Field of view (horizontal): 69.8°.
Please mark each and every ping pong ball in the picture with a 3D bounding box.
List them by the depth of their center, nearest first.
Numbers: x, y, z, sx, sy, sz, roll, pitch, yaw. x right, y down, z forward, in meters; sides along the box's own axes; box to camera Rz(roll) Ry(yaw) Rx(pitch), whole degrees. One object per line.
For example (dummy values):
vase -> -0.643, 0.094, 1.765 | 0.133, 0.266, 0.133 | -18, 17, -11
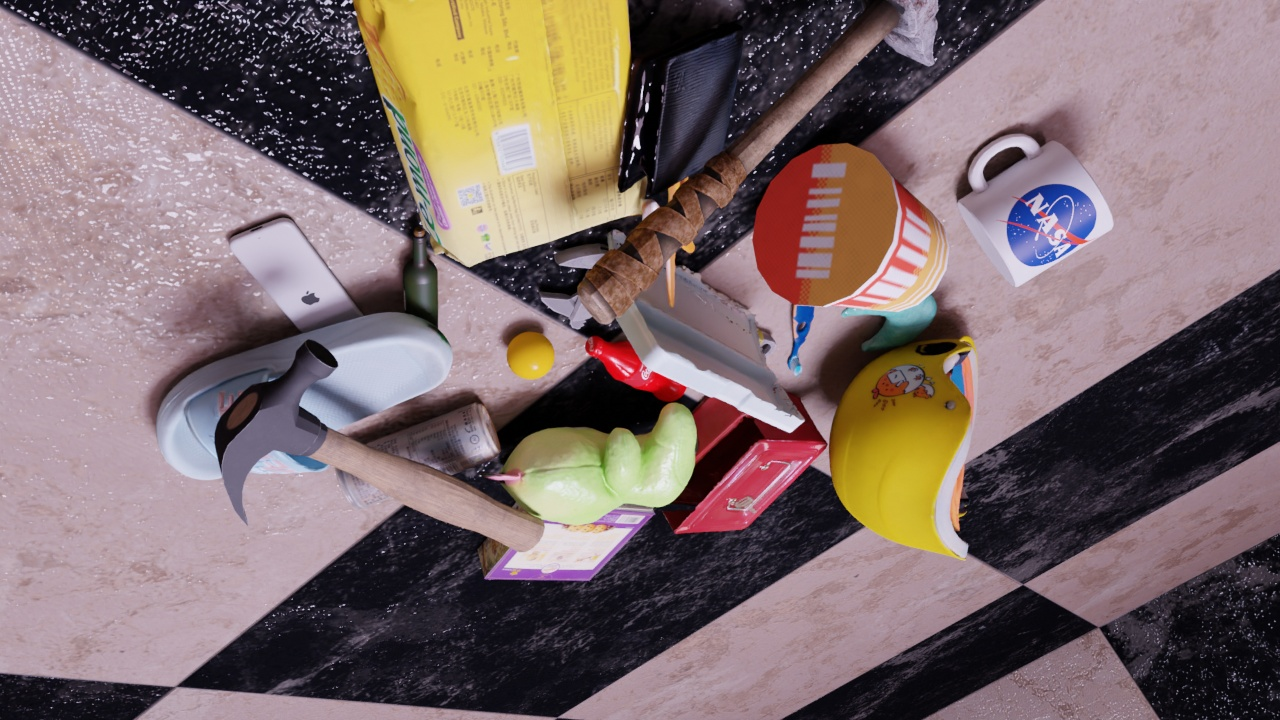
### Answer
ping pong ball -> -0.092, -0.004, 0.765 | 0.040, 0.040, 0.040 | -14, 143, -11

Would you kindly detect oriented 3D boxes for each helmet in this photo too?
helmet -> 0.270, 0.077, 0.947 | 0.140, 0.239, 0.209 | 3, 122, 22

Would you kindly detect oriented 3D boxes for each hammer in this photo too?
hammer -> 0.079, -0.143, 0.583 | 0.318, 0.049, 0.121 | -46, 149, -8
hammer -> -0.184, 0.099, 0.719 | 0.132, 0.040, 0.305 | -45, 138, 7

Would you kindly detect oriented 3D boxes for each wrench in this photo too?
wrench -> 0.027, -0.040, 0.800 | 0.273, 0.018, 0.084 | 14, 130, -39

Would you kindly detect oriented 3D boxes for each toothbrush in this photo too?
toothbrush -> 0.154, -0.028, 0.883 | 0.021, 0.017, 0.135 | -18, 144, -10

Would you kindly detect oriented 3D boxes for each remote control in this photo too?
remote control -> -0.238, -0.046, 0.663 | 0.045, 0.008, 0.147 | -21, 144, -1

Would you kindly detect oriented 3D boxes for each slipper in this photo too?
slipper -> -0.256, 0.037, 0.692 | 0.246, 0.074, 0.104 | -21, 142, 10

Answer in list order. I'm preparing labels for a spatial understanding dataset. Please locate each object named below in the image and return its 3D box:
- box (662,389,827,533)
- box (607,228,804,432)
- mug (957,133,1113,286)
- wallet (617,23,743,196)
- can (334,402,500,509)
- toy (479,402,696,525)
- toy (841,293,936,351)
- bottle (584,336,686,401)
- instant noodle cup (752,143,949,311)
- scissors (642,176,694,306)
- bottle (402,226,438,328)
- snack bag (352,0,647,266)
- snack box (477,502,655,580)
box -> 0.099, 0.103, 0.968 | 0.129, 0.092, 0.158 | 13, 128, -41
box -> 0.051, -0.018, 0.742 | 0.041, 0.134, 0.197 | -41, 140, 21
mug -> 0.330, -0.137, 0.789 | 0.090, 0.091, 0.121 | -34, 107, 15
wallet -> 0.030, -0.161, 0.585 | 0.114, 0.026, 0.089 | -42, 149, -46
can -> -0.195, 0.084, 0.811 | 0.135, 0.054, 0.054 | -21, 144, -2
toy -> -0.038, 0.103, 0.864 | 0.197, 0.107, 0.150 | -21, 175, -2
toy -> 0.247, -0.045, 0.900 | 0.085, 0.033, 0.105 | -23, 147, 18
bottle -> -0.005, 0.005, 0.826 | 0.036, 0.036, 0.119 | -40, 140, 22
instant noodle cup -> 0.176, -0.095, 0.734 | 0.121, 0.123, 0.124 | 10, 133, -47
scissors -> 0.021, -0.097, 0.659 | 0.011, 0.127, 0.125 | 6, 110, 19
bottle -> -0.162, -0.057, 0.676 | 0.025, 0.025, 0.106 | -8, 142, -19
snack bag -> -0.074, -0.161, 0.554 | 0.159, 0.068, 0.248 | -15, 143, -8
snack box -> -0.082, 0.190, 1.014 | 0.143, 0.040, 0.148 | 11, 132, -37
